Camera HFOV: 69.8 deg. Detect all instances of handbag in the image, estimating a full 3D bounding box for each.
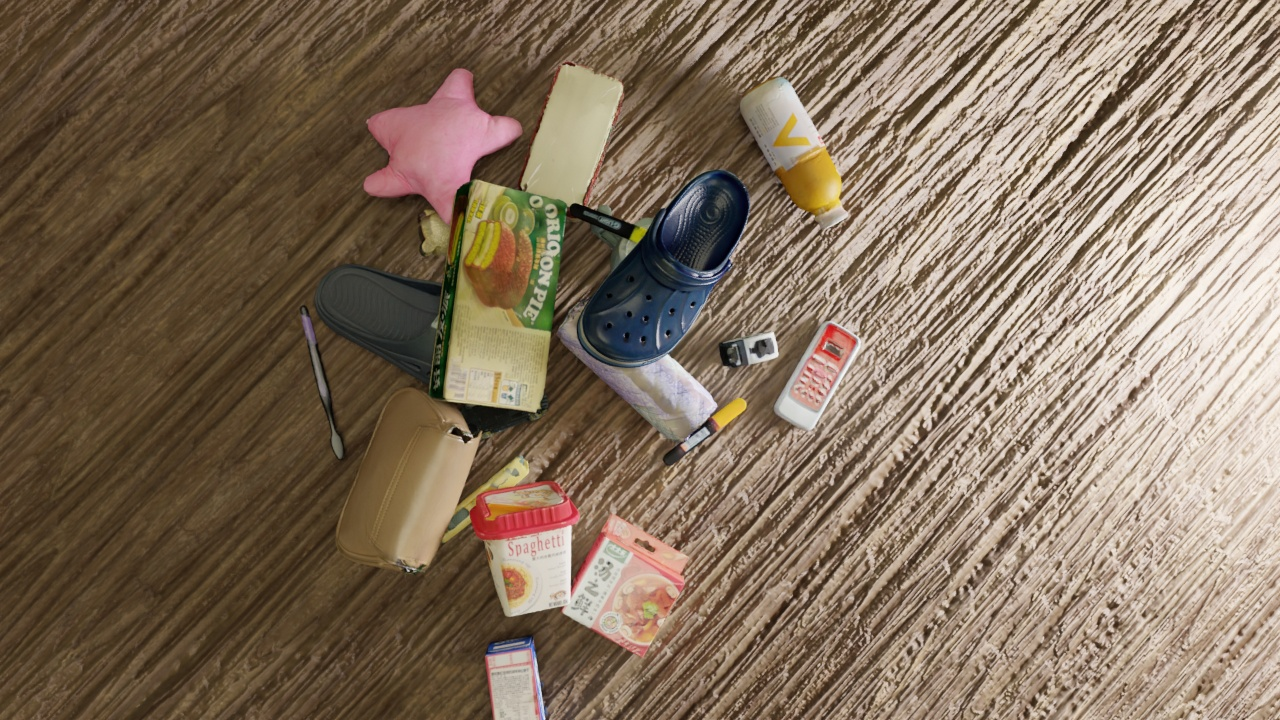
[{"bbox_3d":[-0.254,0.139,1.029,0.099,0.148,0.204,24,87,-42],"label":"handbag"},{"bbox_3d":[-0.006,0.006,1.055,0.194,0.134,0.075,42,85,-4],"label":"handbag"}]

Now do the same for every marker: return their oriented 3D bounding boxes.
[{"bbox_3d":[-0.020,-0.146,1.012,0.124,0.015,0.018,21,82,-5],"label":"marker"},{"bbox_3d":[0.078,0.087,1.121,0.124,0.015,0.018,-38,91,-3],"label":"marker"}]

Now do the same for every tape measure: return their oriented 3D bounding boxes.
[{"bbox_3d":[0.131,-0.013,1.102,0.066,0.066,0.033,-13,94,-4],"label":"tape measure"}]

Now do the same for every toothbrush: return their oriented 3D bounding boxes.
[{"bbox_3d":[-0.376,0.026,1.082,0.014,0.017,0.189,-14,87,-17],"label":"toothbrush"}]

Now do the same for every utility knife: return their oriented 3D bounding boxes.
[{"bbox_3d":[-0.195,0.168,1.095,0.151,0.018,0.031,-40,98,-10],"label":"utility knife"}]

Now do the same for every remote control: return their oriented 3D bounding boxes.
[{"bbox_3d":[0.219,0.019,1.132,0.056,0.020,0.136,32,86,-5],"label":"remote control"}]

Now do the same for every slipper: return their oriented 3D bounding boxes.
[{"bbox_3d":[0.038,-0.097,0.962,0.105,0.095,0.252,38,77,-6],"label":"slipper"},{"bbox_3d":[-0.250,-0.039,1.050,0.268,0.083,0.110,23,73,-1],"label":"slipper"}]

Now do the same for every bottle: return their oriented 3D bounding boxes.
[{"bbox_3d":[0.190,-0.248,1.112,0.068,0.068,0.189,-30,92,-6],"label":"bottle"}]

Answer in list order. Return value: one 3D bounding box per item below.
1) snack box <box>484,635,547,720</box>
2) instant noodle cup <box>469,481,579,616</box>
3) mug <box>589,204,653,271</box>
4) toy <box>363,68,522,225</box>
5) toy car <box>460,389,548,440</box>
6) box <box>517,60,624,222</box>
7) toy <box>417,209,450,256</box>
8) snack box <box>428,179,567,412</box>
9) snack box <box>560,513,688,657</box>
[{"bbox_3d":[-0.138,0.430,1.070,0.058,0.057,0.207,-8,90,-3],"label":"snack box"},{"bbox_3d":[-0.129,0.215,1.050,0.116,0.117,0.124,-9,101,-15],"label":"instant noodle cup"},{"bbox_3d":[-0.006,-0.132,1.074,0.124,0.103,0.083,38,85,-4],"label":"mug"},{"bbox_3d":[-0.241,-0.260,1.071,0.178,0.075,0.194,24,73,11],"label":"toy"},{"bbox_3d":[-0.162,0.059,1.089,0.105,0.031,0.049,-20,85,-6],"label":"toy car"},{"bbox_3d":[-0.080,-0.258,1.082,0.091,0.079,0.168,19,87,-4],"label":"box"},{"bbox_3d":[-0.183,-0.152,1.083,0.157,0.066,0.105,-3,58,-10],"label":"toy"},{"bbox_3d":[-0.157,-0.068,1.011,0.114,0.063,0.240,8,87,-29],"label":"snack box"},{"bbox_3d":[-0.016,0.267,1.092,0.113,0.044,0.127,30,86,-4],"label":"snack box"}]
